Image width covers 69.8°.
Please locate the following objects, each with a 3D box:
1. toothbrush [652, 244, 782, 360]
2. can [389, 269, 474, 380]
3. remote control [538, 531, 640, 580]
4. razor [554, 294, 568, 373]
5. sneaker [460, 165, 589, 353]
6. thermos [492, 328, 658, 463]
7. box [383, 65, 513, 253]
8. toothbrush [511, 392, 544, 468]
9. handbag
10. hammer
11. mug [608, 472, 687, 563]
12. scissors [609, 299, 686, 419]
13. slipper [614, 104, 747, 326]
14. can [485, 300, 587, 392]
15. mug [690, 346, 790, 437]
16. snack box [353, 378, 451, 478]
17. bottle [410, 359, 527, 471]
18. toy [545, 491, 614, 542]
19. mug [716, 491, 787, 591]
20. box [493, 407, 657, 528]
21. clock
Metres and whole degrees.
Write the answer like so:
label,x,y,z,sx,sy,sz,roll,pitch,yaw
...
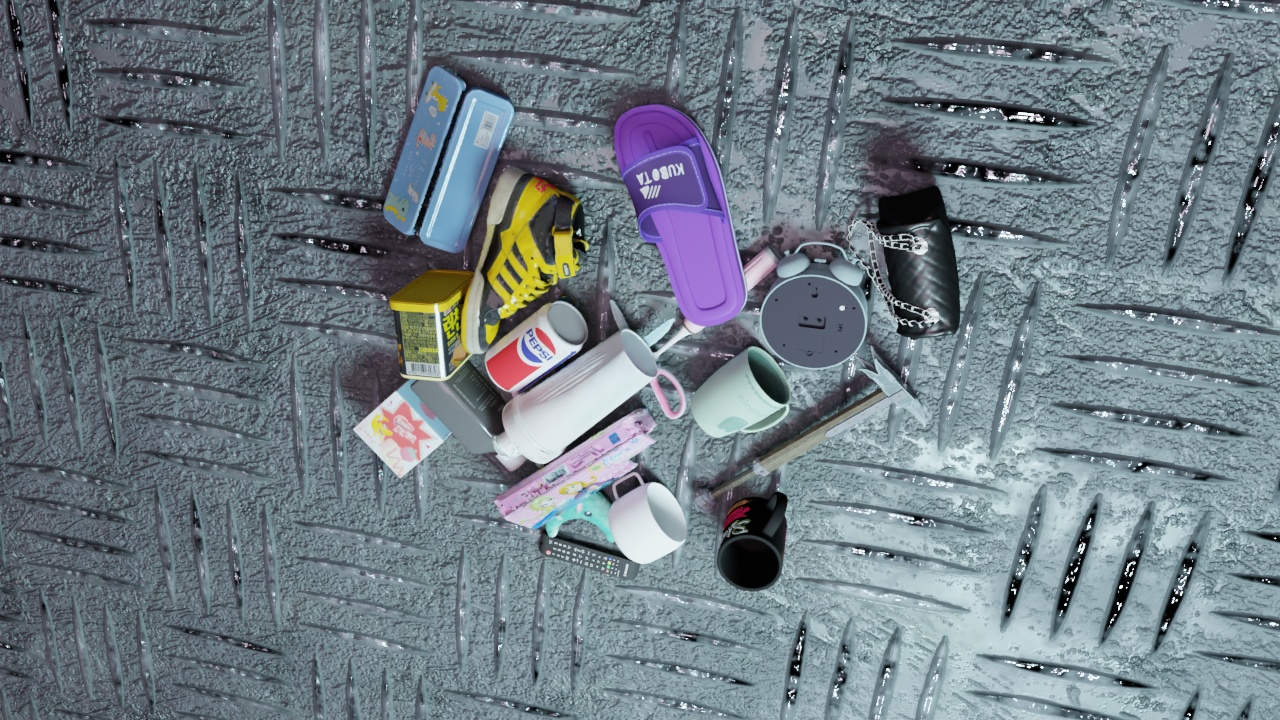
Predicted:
label,x,y,z,sx,sy,sz,roll,pitch,yaw
toothbrush,0.083,-0.061,1.121,0.223,0.026,0.027,-40,79,24
can,-0.253,-0.046,1.147,0.072,0.130,0.101,5,114,11
remote control,-0.073,0.274,1.290,0.147,0.015,0.033,15,113,7
razor,-0.103,-0.015,1.184,0.042,0.022,0.144,8,111,9
sneaker,-0.136,-0.105,1.119,0.122,0.085,0.239,20,110,9
thermos,-0.081,0.050,1.147,0.221,0.099,0.099,-35,100,24
box,-0.240,-0.240,1.117,0.125,0.043,0.210,26,112,1
toothbrush,-0.159,0.075,1.233,0.022,0.015,0.155,0,114,50
handbag,0.288,-0.100,1.005,0.115,0.124,0.154,-7,109,15
hammer,0.197,0.111,1.150,0.318,0.028,0.147,-34,124,26
mug,0.004,0.205,1.207,0.068,0.094,0.115,-33,78,23
scissors,-0.013,0.006,1.159,0.177,0.013,0.170,-24,97,31
slipper,0.044,-0.162,1.042,0.107,0.083,0.266,-16,100,21
can,-0.131,-0.016,1.147,0.132,0.070,0.070,-33,101,37
mug,0.129,0.051,1.131,0.111,0.084,0.104,32,126,-31
snack box,-0.311,0.086,1.237,0.095,0.079,0.093,-38,99,22
bottle,-0.215,0.072,1.209,0.046,0.083,0.174,-37,100,22
toy,-0.082,0.210,1.258,0.105,0.033,0.085,5,112,13
mug,0.153,0.221,1.173,0.082,0.098,0.118,30,114,0
box,-0.078,0.149,1.192,0.231,0.084,0.071,-33,87,17
clock,0.204,-0.064,1.070,0.123,0.045,0.159,8,120,14
